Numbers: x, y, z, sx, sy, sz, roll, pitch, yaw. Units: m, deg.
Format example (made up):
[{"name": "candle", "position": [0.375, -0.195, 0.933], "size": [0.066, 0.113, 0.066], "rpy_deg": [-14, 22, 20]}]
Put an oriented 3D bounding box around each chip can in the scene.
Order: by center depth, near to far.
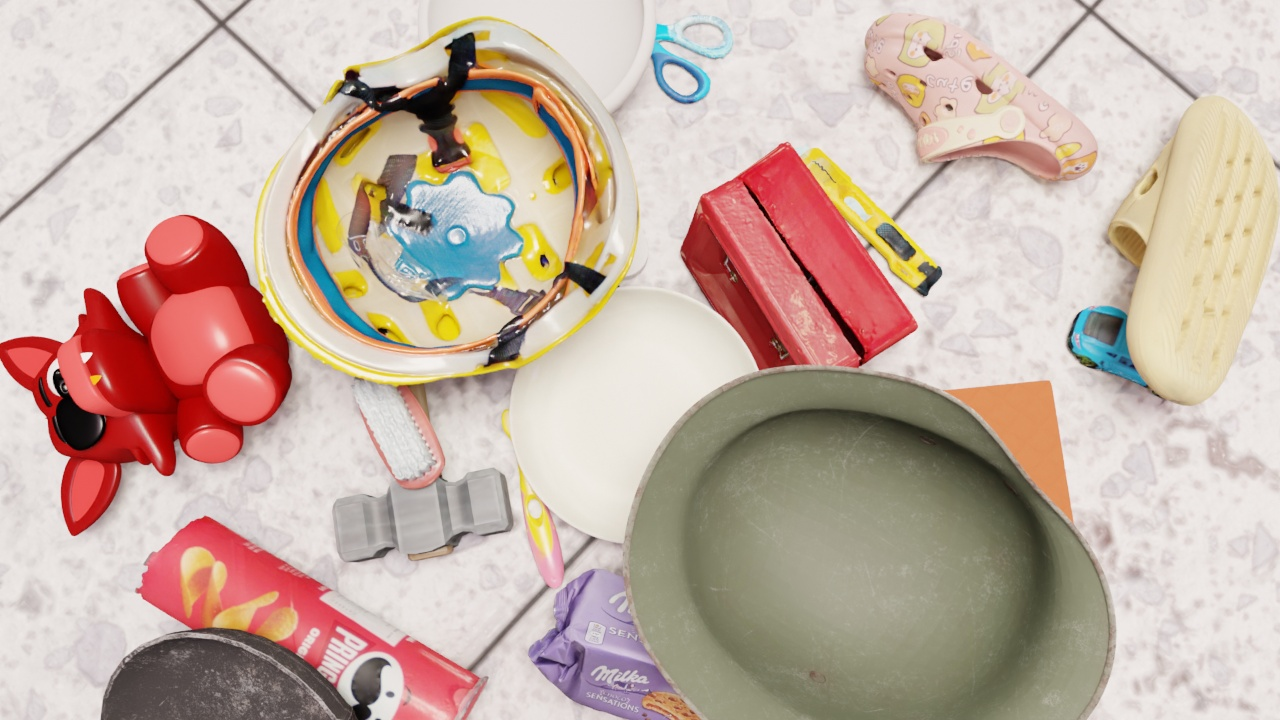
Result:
[{"name": "chip can", "position": [-0.222, 0.190, 0.625], "size": [0.233, 0.073, 0.073], "rpy_deg": [29, 81, 4]}]

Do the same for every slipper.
[{"name": "slipper", "position": [0.397, -0.077, 0.676], "size": [0.111, 0.079, 0.260], "rpy_deg": [36, 64, -14]}, {"name": "slipper", "position": [0.245, -0.183, 0.692], "size": [0.197, 0.093, 0.081], "rpy_deg": [34, 92, 4]}]

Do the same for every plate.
[{"name": "plate", "position": [-0.002, 0.039, 0.660], "size": [0.182, 0.034, 0.182], "rpy_deg": [0, 88, 6]}]

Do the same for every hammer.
[{"name": "hammer", "position": [-0.179, -0.016, 0.677], "size": [0.117, 0.051, 0.322], "rpy_deg": [-11, 78, -3]}]

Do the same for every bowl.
[{"name": "bowl", "position": [-0.076, -0.249, 0.702], "size": [0.176, 0.066, 0.176], "rpy_deg": [0, 87, 2]}]

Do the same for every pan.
[{"name": "pan", "position": [-0.215, 0.325, 0.601], "size": [0.208, 0.040, 0.357], "rpy_deg": [-29, 96, 21]}]

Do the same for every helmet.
[{"name": "helmet", "position": [0.140, 0.126, 0.564], "size": [0.268, 0.153, 0.227], "rpy_deg": [25, 94, 17]}, {"name": "helmet", "position": [-0.121, -0.091, 0.616], "size": [0.240, 0.139, 0.209], "rpy_deg": [-30, 92, 0]}]

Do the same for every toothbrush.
[{"name": "toothbrush", "position": [-0.080, 0.101, 0.673], "size": [0.021, 0.016, 0.135], "rpy_deg": [-16, 83, -6]}]

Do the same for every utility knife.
[{"name": "utility knife", "position": [0.174, -0.112, 0.714], "size": [0.030, 0.017, 0.155], "rpy_deg": [-41, 80, -16]}]

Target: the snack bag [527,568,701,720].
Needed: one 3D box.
[{"name": "snack bag", "position": [0.032, 0.208, 0.615], "size": [0.205, 0.096, 0.058], "rpy_deg": [17, 109, 2]}]

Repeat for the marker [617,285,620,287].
[{"name": "marker", "position": [-0.004, 0.004, 0.691], "size": [0.022, 0.016, 0.138], "rpy_deg": [-22, 81, 24]}]

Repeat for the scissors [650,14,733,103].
[{"name": "scissors", "position": [0.001, -0.256, 0.736], "size": [0.140, 0.015, 0.083], "rpy_deg": [21, 83, 0]}]

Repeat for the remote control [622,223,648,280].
[{"name": "remote control", "position": [-0.033, -0.126, 0.712], "size": [0.043, 0.013, 0.136], "rpy_deg": [-22, 81, -5]}]

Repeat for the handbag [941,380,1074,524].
[{"name": "handbag", "position": [0.239, 0.106, 0.652], "size": [0.109, 0.060, 0.171], "rpy_deg": [-5, 83, -7]}]

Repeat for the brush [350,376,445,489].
[{"name": "brush", "position": [-0.187, 0.010, 0.632], "size": [0.041, 0.030, 0.172], "rpy_deg": [-30, 76, -5]}]

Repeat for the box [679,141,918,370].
[{"name": "box", "position": [0.119, -0.061, 0.645], "size": [0.122, 0.136, 0.157], "rpy_deg": [-30, 83, -6]}]

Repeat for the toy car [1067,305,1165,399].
[{"name": "toy car", "position": [0.377, -0.007, 0.689], "size": [0.105, 0.032, 0.048], "rpy_deg": [25, 80, 2]}]

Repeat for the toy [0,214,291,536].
[{"name": "toy", "position": [-0.344, 0.009, 0.638], "size": [0.197, 0.120, 0.158], "rpy_deg": [-28, 84, 3]}]
